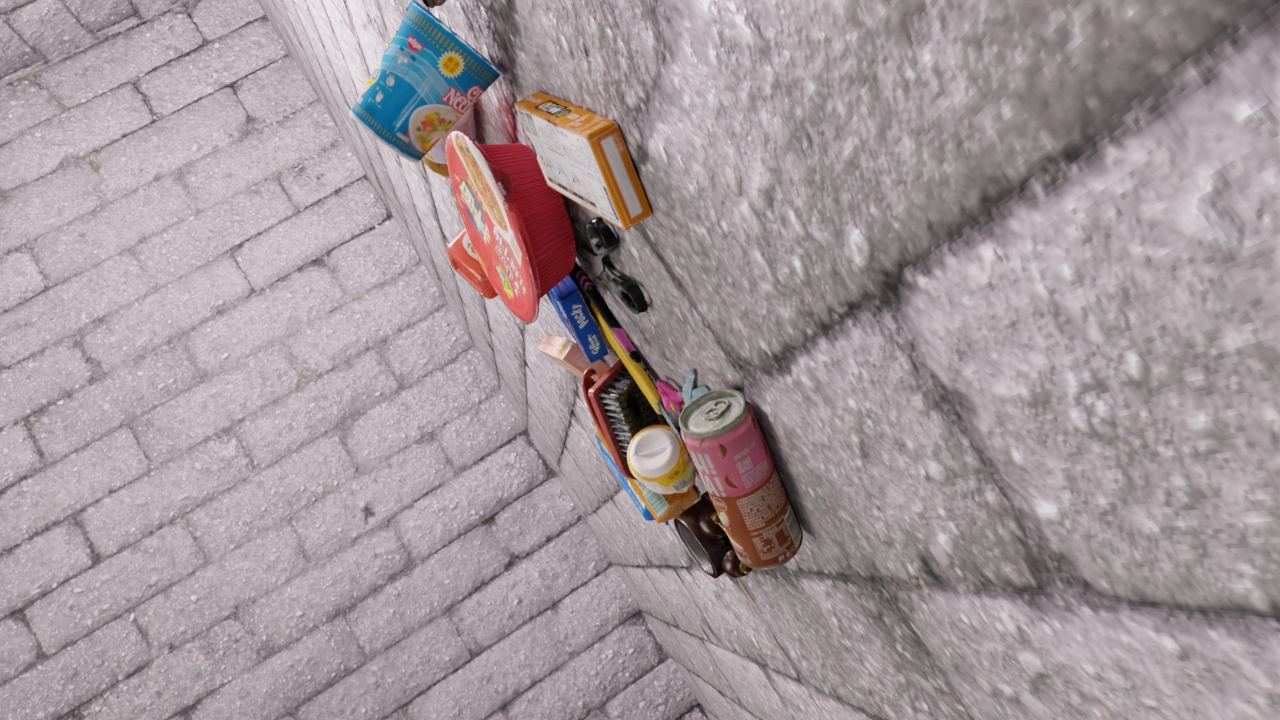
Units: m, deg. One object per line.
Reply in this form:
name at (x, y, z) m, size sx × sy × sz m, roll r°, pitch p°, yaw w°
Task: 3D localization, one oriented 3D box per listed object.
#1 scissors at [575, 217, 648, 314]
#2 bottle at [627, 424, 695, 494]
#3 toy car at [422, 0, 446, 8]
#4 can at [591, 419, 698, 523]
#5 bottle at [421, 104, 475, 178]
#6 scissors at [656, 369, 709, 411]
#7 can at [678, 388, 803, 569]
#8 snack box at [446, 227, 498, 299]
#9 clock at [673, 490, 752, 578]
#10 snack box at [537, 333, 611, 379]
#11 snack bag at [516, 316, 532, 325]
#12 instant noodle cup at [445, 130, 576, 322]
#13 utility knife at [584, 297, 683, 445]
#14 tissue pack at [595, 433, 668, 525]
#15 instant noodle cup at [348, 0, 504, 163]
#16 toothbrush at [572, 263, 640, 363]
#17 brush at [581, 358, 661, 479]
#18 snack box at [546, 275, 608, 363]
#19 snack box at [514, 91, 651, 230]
scissors at (-0.034, -0.089, 0.839) m, size 0.159 × 0.014 × 0.171 m, roll 55°, pitch 169°, yaw 30°
bottle at (0.028, 0.109, 0.955) m, size 0.063 × 0.063 × 0.108 m, roll 52°, pitch 180°, yaw 28°
toy car at (-0.171, -0.327, 0.720) m, size 0.035 × 0.042 × 0.090 m, roll 2°, pitch 141°, yaw 19°
can at (0.004, 0.117, 1.074) m, size 0.146 × 0.058 × 0.058 m, roll 54°, pitch 167°, yaw 19°
bottle at (-0.218, -0.253, 1.023) m, size 0.068 × 0.068 × 0.190 m, roll 58°, pitch 168°, yaw 3°
scissors at (0.047, 0.043, 0.833) m, size 0.077 × 0.017 × 0.138 m, roll 59°, pitch 164°, yaw 1°
can at (0.081, 0.096, 0.721) m, size 0.058 × 0.058 × 0.147 m, roll 38°, pitch 156°, yaw 59°
snack box at (-0.189, -0.130, 1.152) m, size 0.091 × 0.080 × 0.082 m, roll 41°, pitch 163°, yaw 18°
clock at (0.080, 0.178, 0.933) m, size 0.082 × 0.055 × 0.122 m, roll 60°, pitch 166°, yaw -7°
snack box at (-0.070, 0.005, 1.096) m, size 0.084 × 0.026 × 0.157 m, roll 35°, pitch 174°, yaw -17°
snack bag at (-0.152, -0.134, 1.034) m, size 0.110 × 0.038 × 0.191 m, roll 116°, pitch 136°, yaw -60°
instant noodle cup at (-0.118, -0.135, 0.883) m, size 0.193 × 0.065 × 0.194 m, roll 54°, pitch 159°, yaw 32°
utility knife at (-0.006, 0.005, 0.933) m, size 0.193 × 0.015 × 0.033 m, roll 57°, pitch 171°, yaw 21°
tissue pack at (-0.003, 0.130, 1.153) m, size 0.157 × 0.052 × 0.095 m, roll 54°, pitch 165°, yaw 18°
instant noodle cup at (-0.188, -0.232, 0.783) m, size 0.099 × 0.110 × 0.099 m, roll 38°, pitch -171°, yaw -7°
toothbrush at (-0.049, -0.070, 0.901) m, size 0.189 × 0.014 × 0.018 m, roll 56°, pitch 162°, yaw 27°
brush at (-0.018, 0.071, 0.995) m, size 0.069 × 0.063 × 0.146 m, roll 12°, pitch 135°, yaw 38°
snack box at (-0.083, -0.067, 1.005) m, size 0.084 × 0.026 × 0.157 m, roll 66°, pitch 173°, yaw -33°
snack box at (-0.047, -0.153, 0.691) m, size 0.154 × 0.026 × 0.075 m, roll 40°, pitch 158°, yaw 54°
